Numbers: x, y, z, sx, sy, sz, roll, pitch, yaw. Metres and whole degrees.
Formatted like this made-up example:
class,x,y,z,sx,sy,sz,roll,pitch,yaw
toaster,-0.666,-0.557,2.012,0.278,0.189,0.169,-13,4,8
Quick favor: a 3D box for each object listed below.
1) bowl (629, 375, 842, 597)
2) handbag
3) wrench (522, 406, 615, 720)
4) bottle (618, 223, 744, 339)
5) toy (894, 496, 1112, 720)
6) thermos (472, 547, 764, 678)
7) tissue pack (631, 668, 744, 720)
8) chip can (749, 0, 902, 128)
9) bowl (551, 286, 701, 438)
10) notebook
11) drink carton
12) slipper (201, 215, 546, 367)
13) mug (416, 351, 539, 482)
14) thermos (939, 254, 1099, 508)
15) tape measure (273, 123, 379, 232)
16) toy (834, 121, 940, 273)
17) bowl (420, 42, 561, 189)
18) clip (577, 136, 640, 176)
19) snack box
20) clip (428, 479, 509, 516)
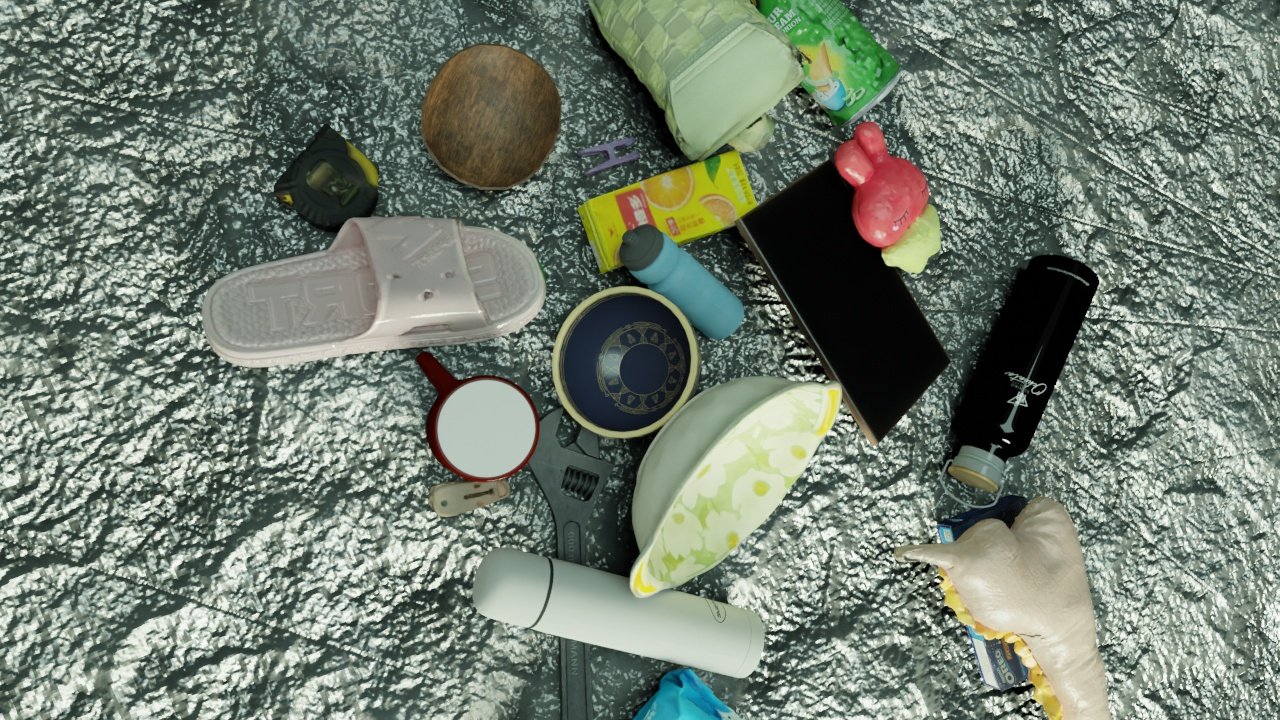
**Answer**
class,x,y,z,sx,sy,sz,roll,pitch,yaw
bowl,0.056,0.078,0.683,0.219,0.189,0.060,-38,60,-19
handbag,0.046,-0.244,0.718,0.113,0.117,0.186,-36,71,11
wrench,-0.053,0.172,0.706,0.073,0.018,0.273,-1,88,-16
bottle,0.030,-0.062,0.704,0.130,0.040,0.040,36,76,-40
toy,0.321,0.249,0.760,0.196,0.065,0.264,-12,96,-8
thermos,-0.014,0.188,0.682,0.224,0.052,0.052,20,81,-21
tissue pack,0.005,0.345,0.686,0.117,0.066,0.209,44,78,-10
chip can,0.118,-0.293,0.757,0.223,0.075,0.075,44,76,-9
bowl,-0.004,0.004,0.701,0.112,0.061,0.112,-2,83,18
notebook,0.173,-0.053,0.760,0.141,0.008,0.209,-37,97,-39
drink carton,0.022,-0.119,0.733,0.134,0.043,0.058,-22,94,-17
slipper,-0.186,-0.055,0.646,0.239,0.064,0.094,-11,67,-12
mug,-0.125,0.036,0.660,0.073,0.083,0.105,-38,97,-15
thermos,0.326,0.021,0.799,0.061,0.061,0.231,30,79,-12
tape measure,-0.223,-0.126,0.666,0.062,0.038,0.067,39,77,-10
toy,0.212,-0.138,0.780,0.091,0.045,0.135,-44,108,-33
bowl,-0.115,-0.184,0.707,0.102,0.026,0.114,27,80,-13
clip,-0.026,-0.168,0.739,0.053,0.013,0.036,-6,89,-18
snack box,0.318,0.202,0.803,0.082,0.027,0.150,-16,90,-16
clip,-0.126,0.099,0.677,0.061,0.043,0.025,-11,91,-11
